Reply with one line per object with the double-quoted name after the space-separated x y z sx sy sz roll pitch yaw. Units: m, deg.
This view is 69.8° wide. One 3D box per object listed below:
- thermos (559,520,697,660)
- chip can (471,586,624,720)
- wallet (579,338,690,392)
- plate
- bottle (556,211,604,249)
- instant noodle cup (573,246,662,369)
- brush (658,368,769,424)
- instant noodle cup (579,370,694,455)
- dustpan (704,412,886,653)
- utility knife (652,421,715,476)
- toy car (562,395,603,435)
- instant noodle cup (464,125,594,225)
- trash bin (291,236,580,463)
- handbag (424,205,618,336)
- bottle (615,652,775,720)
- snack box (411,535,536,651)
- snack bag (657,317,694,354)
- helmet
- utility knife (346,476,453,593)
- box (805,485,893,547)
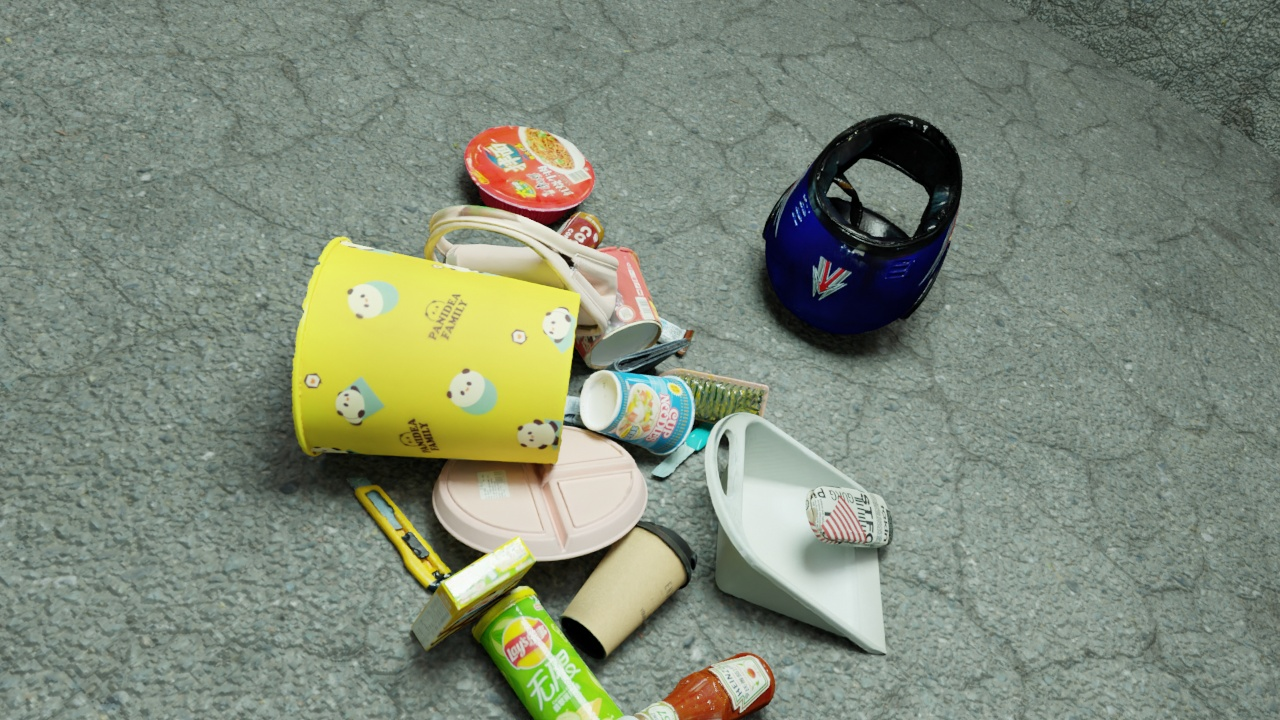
-0.014 0.233 0.943 0.093 0.093 0.142 36 54 14 "thermos"
-0.067 0.317 0.853 0.072 0.073 0.221 -25 61 -36 "chip can"
-0.007 0.007 1.146 0.120 0.097 0.019 -20 83 -34 "wallet"
-0.106 0.131 0.981 0.229 0.028 0.229 2 28 -1 "plate"
-0.112 -0.140 1.266 0.057 0.058 0.174 29 46 7 "bottle"
-0.043 -0.062 1.172 0.137 0.138 0.108 -13 63 -30 "instant noodle cup"
0.085 0.047 1.156 0.146 0.063 0.073 12 9 10 "brush"
-0.009 0.056 1.072 0.109 0.099 0.099 14 41 -41 "instant noodle cup"
0.177 0.173 1.028 0.257 0.143 0.222 14 46 -6 "dustpan"
0.083 0.089 1.158 0.029 0.013 0.217 38 45 18 "utility knife"
-0.080 0.063 1.109 0.090 0.034 0.042 15 49 -4 "toy car"
-0.166 -0.264 1.355 0.193 0.066 0.193 9 47 -10 "instant noodle cup"
-0.200 0.001 0.962 0.255 0.230 0.229 7 47 -4 "trash bin"
-0.144 -0.107 1.025 0.193 0.234 0.093 2 73 19 "handbag"
0.050 0.322 0.853 0.205 0.060 0.059 1 44 -50 "bottle"
-0.159 0.220 0.860 0.086 0.141 0.033 -27 72 -37 "snack box"
0.020 -0.044 1.248 0.104 0.026 0.048 24 52 1 "snack bag"
0.315 -0.179 1.322 0.247 0.241 0.314 32 57 11 "helmet"
-0.251 0.178 0.953 0.171 0.015 0.033 43 46 20 "utility knife"
0.245 0.180 1.054 0.164 0.051 0.068 13 74 -46 "box"
